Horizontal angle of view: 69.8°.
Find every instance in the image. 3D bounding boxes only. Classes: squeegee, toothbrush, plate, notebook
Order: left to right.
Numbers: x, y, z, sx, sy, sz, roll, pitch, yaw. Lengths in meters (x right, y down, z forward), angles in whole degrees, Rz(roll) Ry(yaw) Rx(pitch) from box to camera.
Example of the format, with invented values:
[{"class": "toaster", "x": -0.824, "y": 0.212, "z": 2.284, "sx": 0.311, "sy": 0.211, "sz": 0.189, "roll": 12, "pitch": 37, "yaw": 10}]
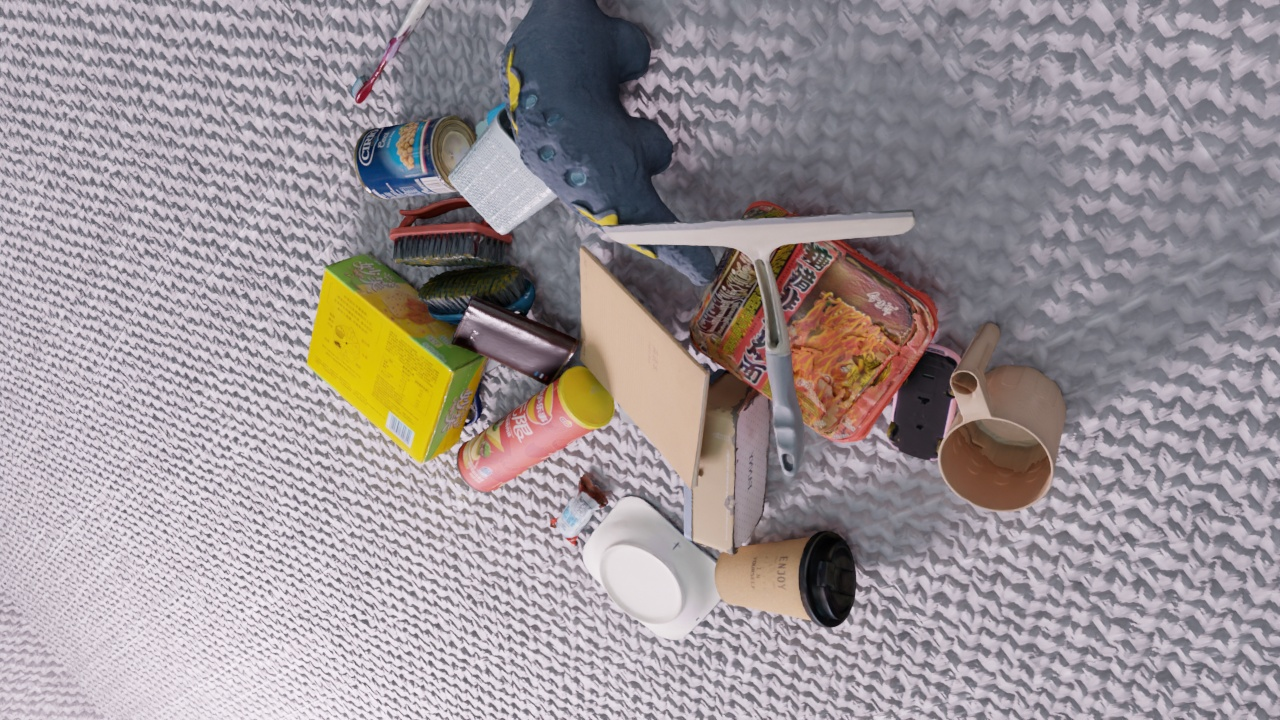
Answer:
[{"class": "toothbrush", "x": -0.251, "y": -0.326, "z": 0.934, "sx": 0.188, "sy": 0.016, "sz": 0.017, "roll": -37, "pitch": 82, "yaw": 40}, {"class": "notebook", "x": -0.003, "y": 0.004, "z": 0.874, "sx": 0.211, "sy": 0.012, "sz": 0.150, "roll": 48, "pitch": 149, "yaw": 38}, {"class": "plate", "x": 0.007, "y": 0.251, "z": 1.066, "sx": 0.164, "sy": 0.034, "sz": 0.164, "roll": 40, "pitch": 129, "yaw": 9}, {"class": "squeegee", "x": 0.112, "y": -0.012, "z": 0.757, "sx": 0.247, "sy": 0.039, "sz": 0.247, "roll": 1, "pitch": 122, "yaw": 27}]

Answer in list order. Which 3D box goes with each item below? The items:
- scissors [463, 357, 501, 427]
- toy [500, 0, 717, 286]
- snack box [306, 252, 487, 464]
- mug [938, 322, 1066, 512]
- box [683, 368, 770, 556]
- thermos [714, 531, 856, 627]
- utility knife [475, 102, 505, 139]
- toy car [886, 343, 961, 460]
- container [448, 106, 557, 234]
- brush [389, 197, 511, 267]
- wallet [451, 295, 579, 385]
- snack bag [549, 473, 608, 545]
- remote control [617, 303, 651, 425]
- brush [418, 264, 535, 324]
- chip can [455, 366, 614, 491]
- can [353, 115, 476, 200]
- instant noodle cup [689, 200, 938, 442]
[{"class": "scissors", "x": -0.191, "y": 0.024, "z": 1.083, "sx": 0.170, "sy": 0.012, "sz": 0.147, "roll": 2, "pitch": 114, "yaw": 32}, {"class": "toy", "x": -0.044, "y": -0.219, "z": 0.773, "sx": 0.138, "sy": 0.091, "sz": 0.356, "roll": -17, "pitch": 90, "yaw": -7}, {"class": "snack box", "x": -0.290, "y": -0.004, "z": 1.082, "sx": 0.210, "sy": 0.069, "sz": 0.158, "roll": 37, "pitch": 127, "yaw": 16}, {"class": "mug", "x": 0.286, "y": 0.042, "z": 0.735, "sx": 0.084, "sy": 0.103, "sz": 0.124, "roll": -15, "pitch": 106, "yaw": 36}, {"class": "box", "x": 0.085, "y": 0.095, "z": 0.901, "sx": 0.059, "sy": 0.089, "sz": 0.184, "roll": 12, "pitch": 118, "yaw": 28}, {"class": "thermos", "x": 0.148, "y": 0.220, "z": 0.931, "sx": 0.144, "sy": 0.092, "sz": 0.093, "roll": -10, "pitch": 109, "yaw": 43}, {"class": "utility knife", "x": -0.105, "y": -0.247, "z": 0.882, "sx": 0.167, "sy": 0.018, "sz": 0.034, "roll": -17, "pitch": 105, "yaw": 38}, {"class": "toy car", "x": 0.249, "y": 0.035, "z": 0.800, "sx": 0.056, "sy": 0.037, "sz": 0.123, "roll": 19, "pitch": 135, "yaw": 25}, {"class": "container", "x": -0.111, "y": -0.186, "z": 0.864, "sx": 0.090, "sy": 0.089, "sz": 0.112, "roll": 47, "pitch": 138, "yaw": -13}, {"class": "brush", "x": -0.211, "y": -0.137, "z": 0.985, "sx": 0.146, "sy": 0.063, "sz": 0.069, "roll": 2, "pitch": 85, "yaw": 33}, {"class": "wallet", "x": -0.135, "y": -0.020, "z": 0.980, "sx": 0.122, "sy": 0.020, "sz": 0.097, "roll": 24, "pitch": 144, "yaw": -12}, {"class": "snack bag", "x": -0.074, "y": 0.180, "z": 1.083, "sx": 0.045, "sy": 0.026, "sz": 0.106, "roll": 46, "pitch": 129, "yaw": 15}, {"class": "remote control", "x": -0.006, "y": 0.006, "z": 0.953, "sx": 0.056, "sy": 0.019, "sz": 0.135, "roll": 4, "pitch": 116, "yaw": 30}, {"class": "brush", "x": -0.173, "y": -0.064, "z": 1.001, "sx": 0.144, "sy": 0.055, "sz": 0.073, "roll": -3, "pitch": 135, "yaw": 33}, {"class": "chip can", "x": -0.123, "y": 0.081, "z": 1.034, "sx": 0.217, "sy": 0.073, "sz": 0.073, "roll": -32, "pitch": 95, "yaw": 40}, {"class": "can", "x": -0.227, "y": -0.207, "z": 0.943, "sx": 0.111, "sy": 0.075, "sz": 0.075, "roll": 1, "pitch": 115, "yaw": 31}, {"class": "instant noodle cup", "x": 0.151, "y": -0.037, "z": 0.794, "sx": 0.189, "sy": 0.078, "sz": 0.165, "roll": 36, "pitch": 128, "yaw": 12}]
